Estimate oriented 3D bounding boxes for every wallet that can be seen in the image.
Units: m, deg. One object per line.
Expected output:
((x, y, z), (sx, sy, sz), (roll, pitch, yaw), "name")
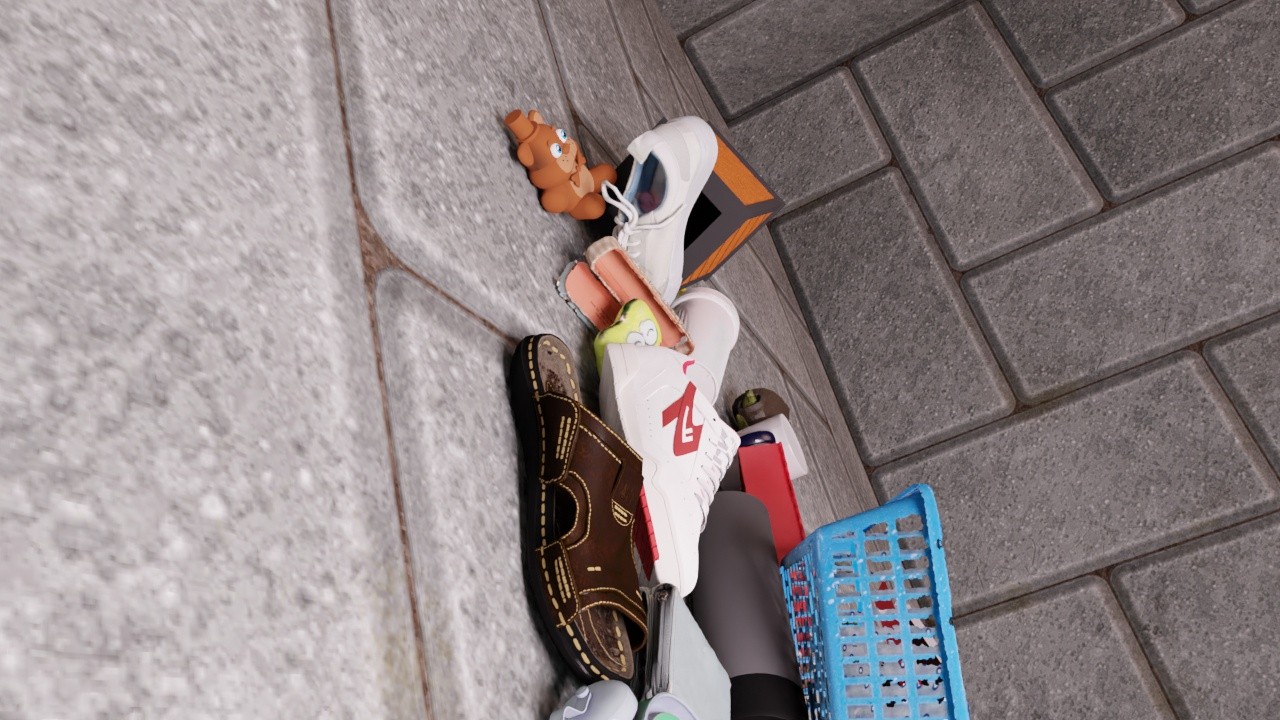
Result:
((0.025, 0.230, 0.635), (0.132, 0.054, 0.100), (58, 26, -33), "wallet")

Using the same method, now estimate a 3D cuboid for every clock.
((0.001, 0.237, 0.489), (0.161, 0.075, 0.121), (54, 19, -35), "clock")

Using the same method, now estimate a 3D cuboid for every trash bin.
((0.054, -0.178, 1.063), (0.139, 0.140, 0.171), (48, 24, 4), "trash bin")

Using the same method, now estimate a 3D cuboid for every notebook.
((0.315, 0.422, 1.097), (0.171, 0.022, 0.209), (-107, -153, -75), "notebook")

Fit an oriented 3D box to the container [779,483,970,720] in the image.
((0.178, 0.297, 0.723), (0.257, 0.089, 0.361), (87, 0, -71), "container")

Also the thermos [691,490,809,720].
((0.087, 0.226, 0.789), (0.082, 0.082, 0.240), (56, 18, -32), "thermos")

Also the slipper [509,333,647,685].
((-0.032, 0.086, 0.609), (0.113, 0.076, 0.267), (46, 24, -50), "slipper")

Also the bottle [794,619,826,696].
((0.134, 0.272, 0.882), (0.105, 0.056, 0.056), (42, 24, -22), "bottle")

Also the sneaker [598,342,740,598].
((0.033, 0.081, 0.735), (0.236, 0.104, 0.090), (-103, -163, -45), "sneaker")

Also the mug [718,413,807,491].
((0.136, 0.113, 1.102), (0.112, 0.097, 0.078), (40, 30, -58), "mug")

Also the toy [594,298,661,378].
((-0.005, 0.005, 0.864), (0.091, 0.046, 0.115), (-50, 133, -43), "toy")

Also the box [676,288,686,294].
((0.009, -0.132, 1.175), (0.129, 0.036, 0.209), (59, 13, 18), "box")

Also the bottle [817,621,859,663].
((0.280, 0.405, 1.214), (0.131, 0.061, 0.061), (62, 13, -15), "bottle")

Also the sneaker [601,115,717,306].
((-0.002, -0.129, 0.916), (0.090, 0.243, 0.089), (-22, 56, -35), "sneaker")

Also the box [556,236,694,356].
((-0.012, -0.044, 0.897), (0.187, 0.083, 0.042), (47, 11, -46), "box")

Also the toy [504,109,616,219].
((-0.081, -0.197, 0.903), (0.128, 0.065, 0.094), (48, 40, -43), "toy")

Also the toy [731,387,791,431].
((0.175, 0.107, 1.281), (0.152, 0.078, 0.179), (-89, 154, -56), "toy")

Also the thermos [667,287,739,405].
((0.062, -0.017, 1.073), (0.099, 0.099, 0.220), (61, 20, -17), "thermos")

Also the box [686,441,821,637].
((0.145, 0.209, 0.997), (0.164, 0.153, 0.214), (32, 28, -20), "box")
